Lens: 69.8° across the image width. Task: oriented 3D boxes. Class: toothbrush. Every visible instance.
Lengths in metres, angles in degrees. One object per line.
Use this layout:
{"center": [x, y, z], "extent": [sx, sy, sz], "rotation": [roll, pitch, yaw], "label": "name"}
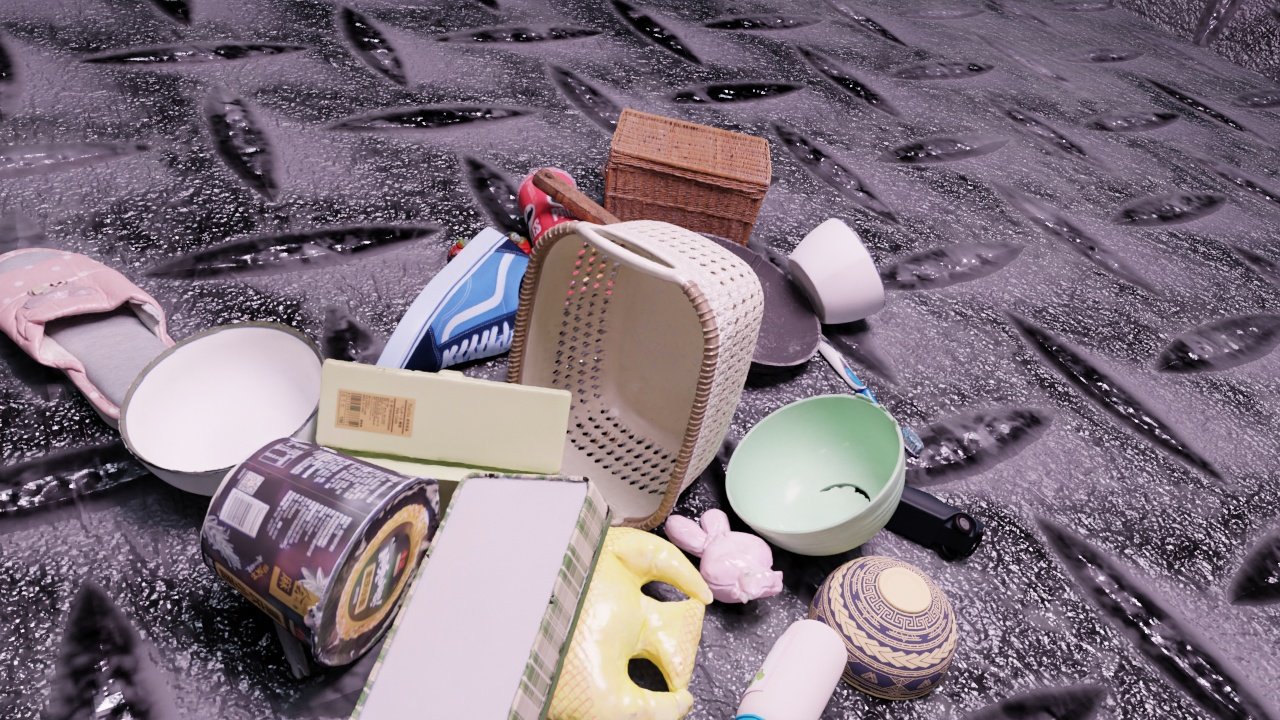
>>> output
{"center": [0.231, 0.029, 0.946], "extent": [0.016, 0.017, 0.189], "rotation": [-11, 46, -25], "label": "toothbrush"}

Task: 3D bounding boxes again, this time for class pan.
{"center": [0.030, -0.100, 0.975], "extent": [0.357, 0.040, 0.207], "rotation": [32, 37, 3], "label": "pan"}

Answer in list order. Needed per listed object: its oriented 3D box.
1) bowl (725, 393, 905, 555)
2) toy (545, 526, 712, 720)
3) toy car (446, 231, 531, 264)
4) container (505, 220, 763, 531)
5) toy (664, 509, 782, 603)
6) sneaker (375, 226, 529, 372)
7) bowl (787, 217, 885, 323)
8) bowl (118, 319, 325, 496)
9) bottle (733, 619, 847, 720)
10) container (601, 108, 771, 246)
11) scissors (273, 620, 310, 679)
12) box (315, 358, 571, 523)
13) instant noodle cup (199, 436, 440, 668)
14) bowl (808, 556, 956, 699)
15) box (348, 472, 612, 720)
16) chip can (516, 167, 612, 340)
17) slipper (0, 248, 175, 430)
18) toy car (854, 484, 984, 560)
{"center": [0.154, 0.106, 0.770], "extent": [0.151, 0.077, 0.150], "rotation": [-21, 36, 16], "label": "bowl"}
{"center": [-0.030, 0.188, 0.650], "extent": [0.155, 0.065, 0.170], "rotation": [12, 43, 5], "label": "toy"}
{"center": [-0.163, -0.110, 0.986], "extent": [0.091, 0.042, 0.036], "rotation": [-7, 54, -25], "label": "toy car"}
{"center": [-0.005, 0.004, 0.748], "extent": [0.185, 0.247, 0.142], "rotation": [31, 34, 25], "label": "container"}
{"center": [0.068, 0.157, 0.731], "extent": [0.063, 0.047, 0.110], "rotation": [-9, 33, -29], "label": "toy"}
{"center": [-0.161, -0.033, 0.867], "extent": [0.098, 0.084, 0.240], "rotation": [34, 47, -3], "label": "sneaker"}
{"center": [0.212, -0.092, 1.017], "extent": [0.065, 0.116, 0.116], "rotation": [-29, 49, -3], "label": "bowl"}
{"center": [-0.317, 0.046, 0.724], "extent": [0.153, 0.073, 0.153], "rotation": [0, 47, 0], "label": "bowl"}
{"center": [0.095, 0.242, 0.632], "extent": [0.051, 0.051, 0.145], "rotation": [29, 42, 18], "label": "bottle"}
{"center": [0.052, -0.212, 1.107], "extent": [0.198, 0.113, 0.113], "rotation": [11, 40, -3], "label": "container"}
{"center": [-0.275, 0.161, 0.658], "extent": [0.094, 0.014, 0.170], "rotation": [3, 37, -14], "label": "scissors"}
{"center": [-0.153, 0.073, 0.702], "extent": [0.187, 0.141, 0.044], "rotation": [9, 24, -8], "label": "box"}
{"center": [-0.217, 0.119, 0.622], "extent": [0.112, 0.138, 0.136], "rotation": [25, 41, 13], "label": "instant noodle cup"}
{"center": [0.193, 0.194, 0.707], "extent": [0.112, 0.061, 0.112], "rotation": [7, 40, -6], "label": "bowl"}
{"center": [-0.099, 0.169, 0.608], "extent": [0.118, 0.050, 0.205], "rotation": [-2, 48, 22], "label": "box"}
{"center": [-0.080, -0.117, 0.994], "extent": [0.073, 0.073, 0.232], "rotation": [-3, 43, -18], "label": "chip can"}
{"center": [-0.481, -0.033, 0.799], "extent": [0.274, 0.055, 0.113], "rotation": [34, 44, 22], "label": "slipper"}
{"center": [0.242, 0.134, 0.804], "extent": [0.112, 0.046, 0.034], "rotation": [24, 43, 16], "label": "toy car"}
